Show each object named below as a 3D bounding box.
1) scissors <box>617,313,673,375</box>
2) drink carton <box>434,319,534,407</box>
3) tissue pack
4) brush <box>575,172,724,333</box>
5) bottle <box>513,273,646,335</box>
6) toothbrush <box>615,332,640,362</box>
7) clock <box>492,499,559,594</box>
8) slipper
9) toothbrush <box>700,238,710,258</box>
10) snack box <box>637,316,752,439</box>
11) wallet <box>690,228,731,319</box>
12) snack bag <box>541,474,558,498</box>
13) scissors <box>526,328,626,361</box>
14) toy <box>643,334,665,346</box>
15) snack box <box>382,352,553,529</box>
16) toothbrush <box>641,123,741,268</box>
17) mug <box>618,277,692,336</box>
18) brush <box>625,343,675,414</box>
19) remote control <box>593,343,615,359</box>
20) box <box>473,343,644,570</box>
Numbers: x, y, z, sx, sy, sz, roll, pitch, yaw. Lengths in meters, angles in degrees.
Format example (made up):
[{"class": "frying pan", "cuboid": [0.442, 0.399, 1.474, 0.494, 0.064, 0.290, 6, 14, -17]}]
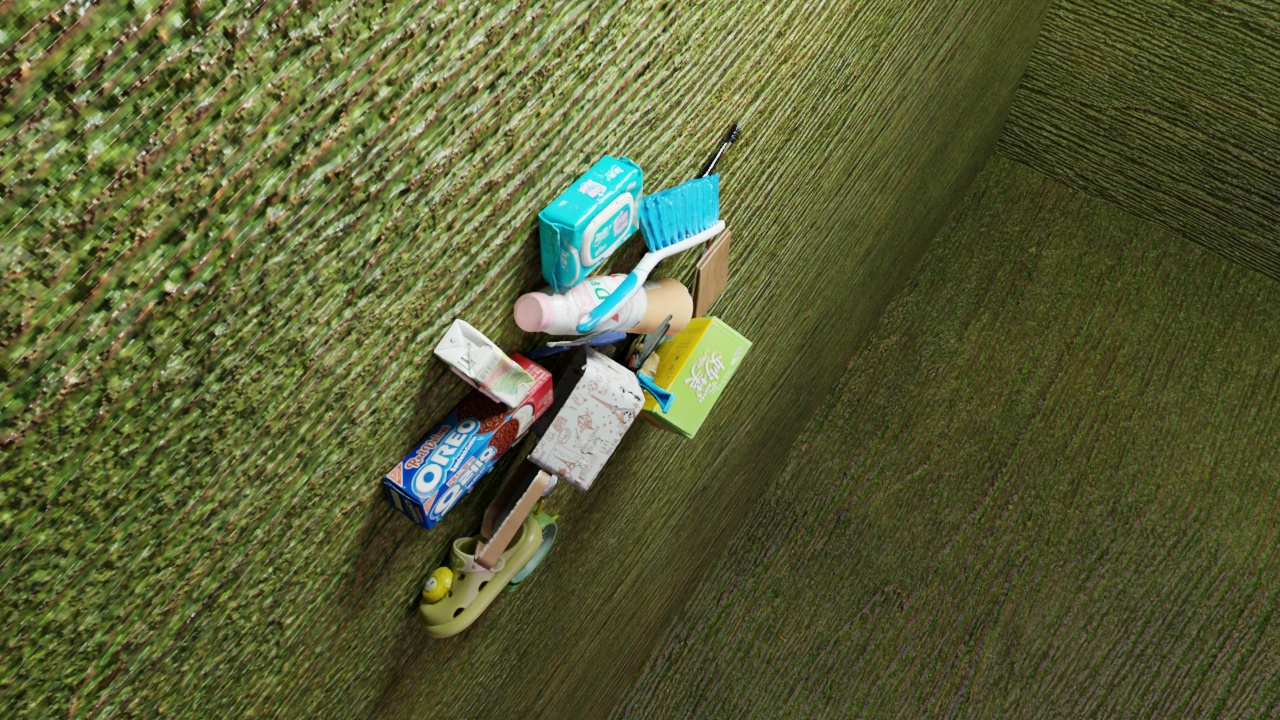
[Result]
[{"class": "scissors", "cuboid": [-0.009, 0.023, 1.177, 0.235, 0.021, 0.148, 152, -46, -66]}, {"class": "drink carton", "cuboid": [-0.155, 0.007, 0.919, 0.045, 0.053, 0.122, -54, 160, -7]}, {"class": "tissue pack", "cuboid": [-0.053, -0.141, 0.945, 0.133, 0.050, 0.093, -47, 159, -29]}, {"class": "brush", "cuboid": [0.012, -0.130, 1.043, 0.313, 0.061, 0.109, -32, 111, -49]}, {"class": "bottle", "cuboid": [-0.066, -0.059, 1.020, 0.196, 0.068, 0.068, -14, 133, -60]}, {"class": "toothbrush", "cuboid": [-0.039, 0.022, 1.291, 0.190, 0.014, 0.016, -62, -176, 14]}, {"class": "clock", "cuboid": [-0.176, 0.262, 1.256, 0.161, 0.056, 0.116, -53, 160, -12]}, {"class": "slipper", "cuboid": [-0.211, 0.255, 1.147, 0.190, 0.092, 0.081, -42, 118, -15]}, {"class": "toothbrush", "cuboid": [0.090, -0.141, 1.353, 0.017, 0.016, 0.188, -36, 152, -32]}, {"class": "snack box", "cuboid": [0.061, 0.022, 1.310, 0.157, 0.070, 0.210, -57, -169, -7]}, {"class": "wallet", "cuboid": [0.103, -0.124, 1.356, 0.101, 0.020, 0.115, -52, 158, -35]}, {"class": "snack bag", "cuboid": [-0.136, 0.165, 1.253, 0.045, 0.026, 0.105, -60, 163, -5]}, {"class": "scissors", "cuboid": [-0.067, -0.019, 0.995, 0.174, 0.163, 0.012, -11, 87, -52]}, {"class": "toy", "cuboid": [0.034, -0.053, 1.333, 0.092, 0.030, 0.096, -55, 169, 7]}, {"class": "snack box", "cuboid": [-0.177, 0.083, 0.974, 0.207, 0.057, 0.058, -47, 158, -30]}, {"class": "toothbrush", "cuboid": [0.069, -0.212, 1.173, 0.212, 0.026, 0.027, -57, 138, -4]}, {"class": "mug", "cuboid": [0.005, -0.068, 1.173, 0.122, 0.078, 0.078, -6, 126, -61]}, {"class": "brush", "cuboid": [0.013, 0.032, 1.209, 0.083, 0.046, 0.254, -62, -165, 4]}, {"class": "remote control", "cuboid": [-0.071, 0.040, 1.228, 0.056, 0.019, 0.135, -30, 147, -54]}, {"class": "box", "cuboid": [-0.105, 0.114, 1.079, 0.260, 0.082, 0.177, -55, -171, 5]}]
